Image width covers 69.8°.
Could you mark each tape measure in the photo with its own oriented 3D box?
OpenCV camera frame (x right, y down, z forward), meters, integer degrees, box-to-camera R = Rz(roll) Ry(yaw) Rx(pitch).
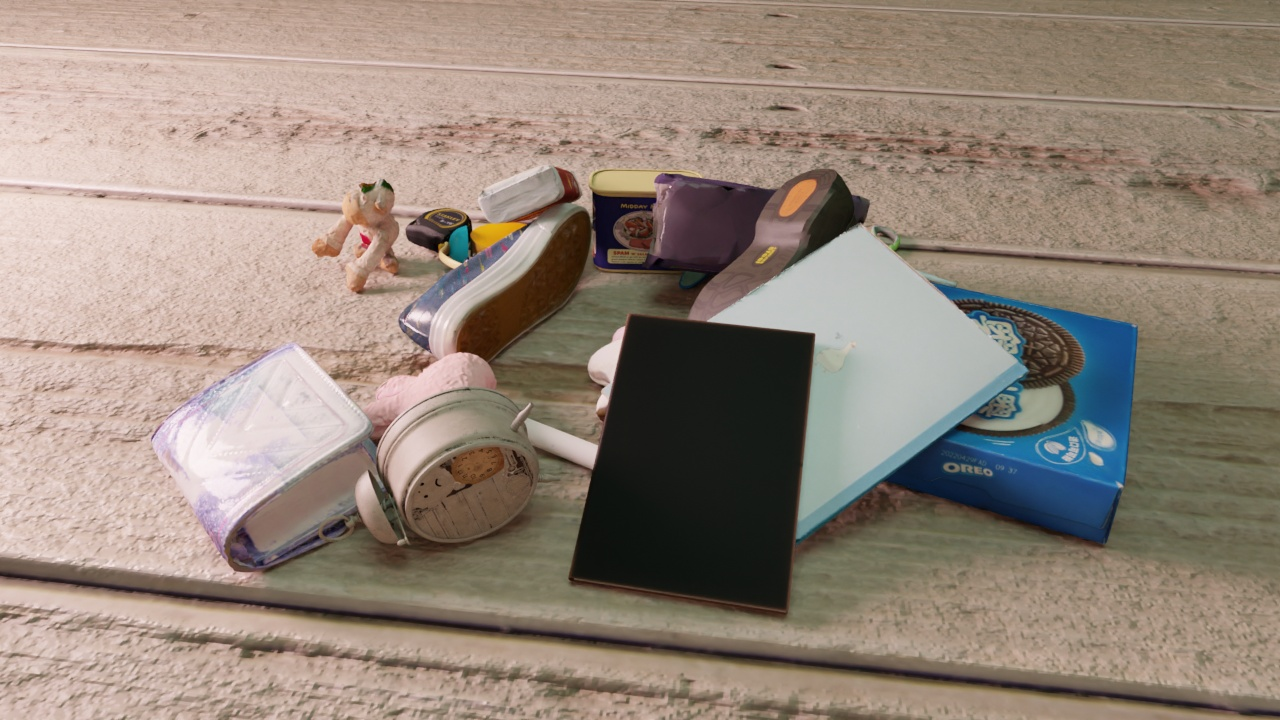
[{"bbox_3d":[-0.211,-0.138,0.987,0.062,0.034,0.061,24,42,29],"label":"tape measure"}]

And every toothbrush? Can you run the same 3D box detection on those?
[{"bbox_3d":[0.077,-0.107,0.961,0.022,0.017,0.134,30,42,18],"label":"toothbrush"}]

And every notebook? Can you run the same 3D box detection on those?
[{"bbox_3d":[0.124,0.016,0.668,0.253,0.009,0.181,-33,60,-13],"label":"notebook"},{"bbox_3d":[0.041,0.062,0.635,0.141,0.008,0.208,7,59,9],"label":"notebook"}]

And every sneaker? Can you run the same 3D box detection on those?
[{"bbox_3d":[0.132,-0.035,0.799,0.101,0.143,0.237,11,63,52],"label":"sneaker"},{"bbox_3d":[-0.129,-0.074,0.852,0.079,0.088,0.234,17,43,24],"label":"sneaker"}]

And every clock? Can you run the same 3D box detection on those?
[{"bbox_3d":[-0.143,-0.113,0.947,0.099,0.044,0.129,24,33,31],"label":"clock"},{"bbox_3d":[-0.135,0.084,0.605,0.156,0.103,0.061,-25,46,-12],"label":"clock"}]

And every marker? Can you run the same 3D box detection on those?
[{"bbox_3d":[-0.053,0.067,0.695,0.142,0.020,0.020,19,37,25],"label":"marker"}]

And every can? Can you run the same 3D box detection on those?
[{"bbox_3d":[0.005,-0.143,0.946,0.116,0.092,0.056,1,34,1],"label":"can"}]

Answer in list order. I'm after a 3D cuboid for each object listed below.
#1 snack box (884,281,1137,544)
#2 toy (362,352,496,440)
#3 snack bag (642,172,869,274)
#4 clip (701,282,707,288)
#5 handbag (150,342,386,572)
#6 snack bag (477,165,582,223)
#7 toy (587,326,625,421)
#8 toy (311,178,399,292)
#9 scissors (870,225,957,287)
[{"bbox_3d":[0.280,0.026,0.731,0.196,0.056,0.238,15,36,22],"label":"snack box"},{"bbox_3d":[-0.166,0.033,0.719,0.105,0.053,0.108,-4,33,12],"label":"toy"},{"bbox_3d":[0.110,-0.120,0.873,0.205,0.096,0.058,7,7,0],"label":"snack bag"},{"bbox_3d":[0.084,-0.062,0.894,0.026,0.059,0.052,-18,78,-25],"label":"clip"},{"bbox_3d":[-0.262,0.067,0.654,0.126,0.069,0.159,-35,46,-22],"label":"handbag"},{"bbox_3d":[-0.108,-0.170,0.945,0.077,0.041,0.225,-22,7,5],"label":"snack bag"},{"bbox_3d":[-0.005,0.005,0.771,0.079,0.038,0.122,-20,31,9],"label":"toy"},{"bbox_3d":[-0.273,-0.132,0.919,0.074,0.106,0.085,-1,35,-41],"label":"toy"},{"bbox_3d":[0.243,-0.103,0.967,0.172,0.023,0.171,11,32,6],"label":"scissors"}]
